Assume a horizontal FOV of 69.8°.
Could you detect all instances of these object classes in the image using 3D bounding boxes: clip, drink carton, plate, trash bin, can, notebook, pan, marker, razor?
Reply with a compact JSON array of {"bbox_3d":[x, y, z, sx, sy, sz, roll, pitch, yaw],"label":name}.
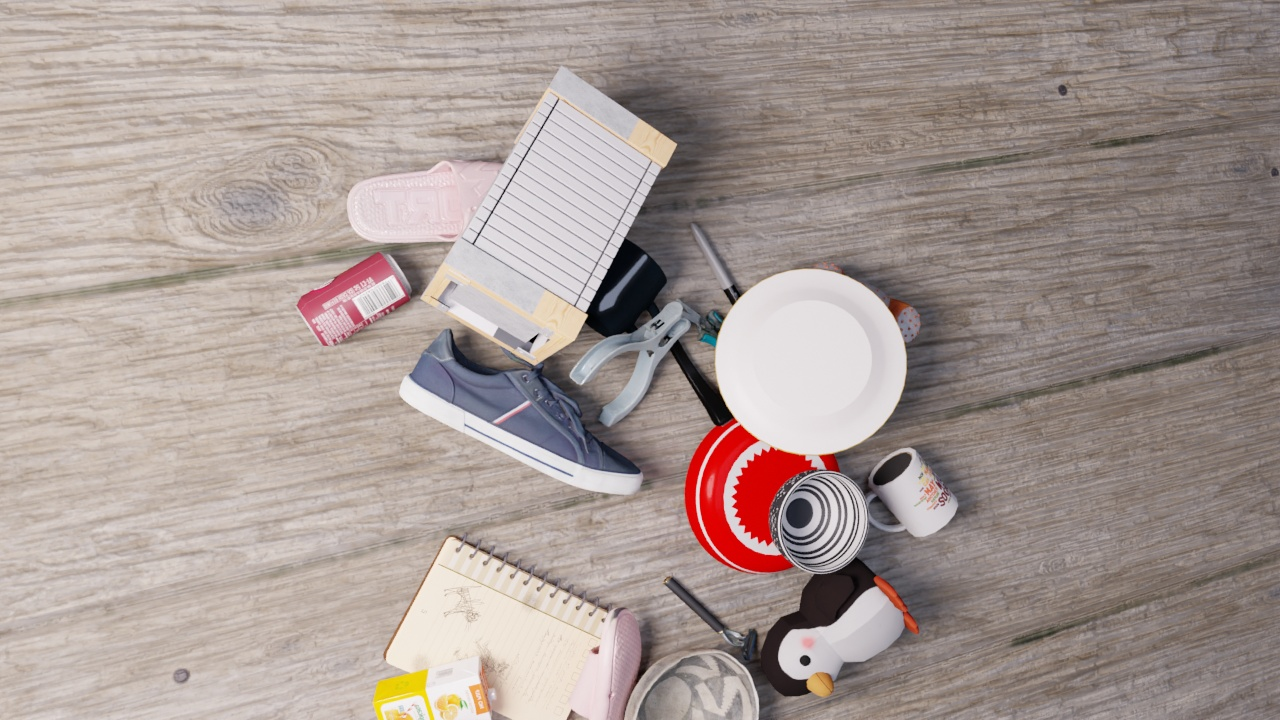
[{"bbox_3d":[-0.005,0.018,1.099,0.173,0.030,0.159,-33,142,-25],"label":"clip"},{"bbox_3d":[-0.225,0.375,1.013,0.122,0.040,0.058,-13,106,-4],"label":"drink carton"},{"bbox_3d":[0.205,-0.001,1.102,0.230,0.021,0.229,-1,80,4],"label":"plate"},{"bbox_3d":[-0.098,-0.145,0.967,0.142,0.143,0.246,31,70,-14],"label":"trash bin"},{"bbox_3d":[-0.313,-0.067,1.006,0.114,0.063,0.063,-34,98,-15],"label":"can"},{"bbox_3d":[-0.157,0.317,1.064,0.225,0.024,0.167,30,82,-14],"label":"notebook"},{"bbox_3d":[0.121,0.102,1.137,0.208,0.067,0.356,-33,101,-15],"label":"pan"},{"bbox_3d":[0.099,-0.114,1.151,0.016,0.022,0.138,-32,99,-10],"label":"marker"},{"bbox_3d":[0.083,0.316,1.138,0.144,0.022,0.042,40,36,-7],"label":"razor"}]

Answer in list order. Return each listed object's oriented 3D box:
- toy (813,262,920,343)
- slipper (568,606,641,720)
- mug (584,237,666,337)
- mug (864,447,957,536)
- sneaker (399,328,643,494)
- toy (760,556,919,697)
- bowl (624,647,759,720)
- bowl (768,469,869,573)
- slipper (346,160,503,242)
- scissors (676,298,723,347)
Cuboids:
[{"bbox_3d":[0.257,-0.021,1.160,0.163,0.093,0.172,25,83,-14],"label":"toy"},{"bbox_3d":[-0.044,0.391,1.063,0.056,0.106,0.221,14,96,21],"label":"slipper"},{"bbox_3d":[-0.020,-0.072,1.088,0.094,0.085,0.121,-50,120,-11],"label":"mug"},{"bbox_3d":[0.342,0.180,1.195,0.105,0.073,0.089,-40,100,12],"label":"mug"},{"bbox_3d":[-0.113,0.050,1.043,0.294,0.120,0.127,29,93,-11],"label":"sneaker"},{"bbox_3d":[0.224,0.331,1.139,0.184,0.140,0.159,-41,132,-5],"label":"toy"},{"bbox_3d":[0.047,0.419,1.087,0.178,0.081,0.178,-3,96,-32],"label":"bowl"},{"bbox_3d":[0.203,0.187,1.094,0.120,0.066,0.120,-1,92,-19],"label":"bowl"},{"bbox_3d":[-0.209,-0.180,1.041,0.239,0.064,0.094,-5,90,-15],"label":"slipper"},{"bbox_3d":[0.106,-0.027,1.145,0.122,0.019,0.148,-18,78,-34],"label":"scissors"}]
